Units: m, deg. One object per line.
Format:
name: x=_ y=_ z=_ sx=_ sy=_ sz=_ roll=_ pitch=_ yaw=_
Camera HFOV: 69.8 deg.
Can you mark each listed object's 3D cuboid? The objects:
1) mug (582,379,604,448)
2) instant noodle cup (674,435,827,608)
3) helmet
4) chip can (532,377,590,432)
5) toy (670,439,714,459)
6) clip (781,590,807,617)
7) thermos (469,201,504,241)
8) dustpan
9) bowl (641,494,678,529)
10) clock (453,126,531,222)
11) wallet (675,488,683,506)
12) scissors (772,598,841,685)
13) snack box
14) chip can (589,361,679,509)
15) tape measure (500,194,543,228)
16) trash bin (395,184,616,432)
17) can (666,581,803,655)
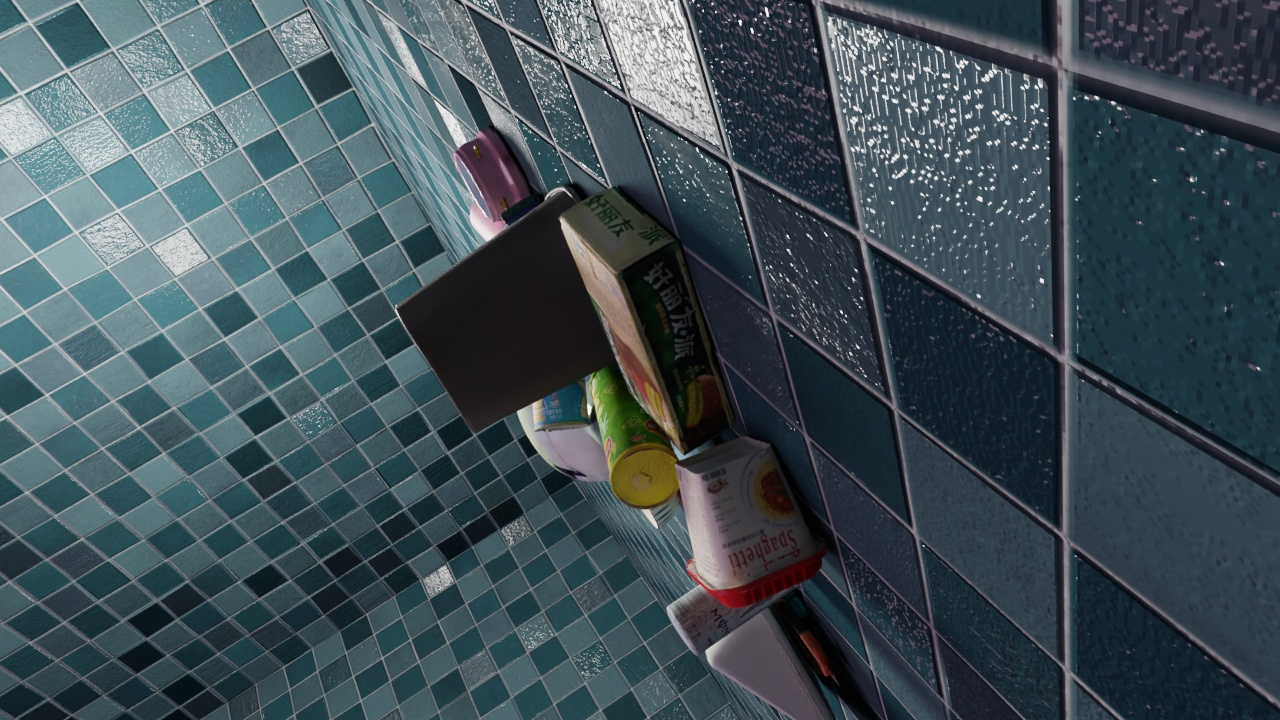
mug: x=-0.027 y=0.084 z=1.162 sx=0.106 sy=0.082 sz=0.112 roll=-148 pitch=47 yaw=-62
instant noodle cup: x=0.092 y=0.142 z=0.839 sx=0.117 sy=0.116 sz=0.124 roll=-168 pitch=59 yaw=-76
helmet: x=-0.101 y=0.071 z=1.317 sx=0.259 sy=0.146 sz=0.229 roll=54 pitch=174 yaw=-20
chip can: x=-0.106 y=-0.020 z=1.132 sx=0.071 sy=0.071 sz=0.210 roll=124 pitch=140 yaw=-79
toy: x=0.066 y=0.115 z=1.012 sx=0.161 sy=0.049 sz=0.156 roll=50 pitch=165 yaw=49
clip: x=0.178 y=0.282 z=1.083 sx=0.055 sy=0.013 sz=0.034 roll=50 pitch=168 yaw=46
thermos: x=-0.168 y=-0.168 z=1.272 sx=0.087 sy=0.067 sz=0.198 roll=26 pitch=-169 yaw=-39
dustpan: x=0.171 y=0.327 z=1.141 sx=0.257 sy=0.142 sz=0.222 roll=30 pitch=-176 yaw=-4
bowl: x=0.021 y=0.192 z=1.404 sx=0.116 sy=0.066 sz=0.116 roll=54 pitch=170 yaw=15
clock: x=-0.194 y=-0.235 z=1.190 sx=0.117 sy=0.059 sz=0.158 roll=61 pitch=171 yaw=-14
wallet: x=0.061 y=0.155 z=1.106 sx=0.124 sy=0.032 sz=0.101 roll=57 pitch=-169 yaw=-21
scissors: x=0.166 y=0.287 z=1.069 sx=0.213 sy=0.015 sz=0.197 roll=49 pitch=169 yaw=46
snack box: x=0.009 y=-0.030 z=0.831 sx=0.114 sy=0.063 sz=0.240 roll=48 pitch=166 yaw=45
chip can: x=-0.010 y=0.068 z=0.974 sx=0.221 sy=0.072 sz=0.072 roll=-110 pitch=-6 yaw=-64
tape measure: x=-0.142 y=-0.178 z=1.119 sx=0.025 sy=0.058 sz=0.054 roll=56 pitch=174 yaw=10
trash bin: x=-0.131 y=-0.051 z=0.994 sx=0.198 sy=0.219 sz=0.199 roll=61 pitch=171 yaw=-11
can: x=0.101 y=0.241 z=0.952 sx=0.058 sy=0.146 sz=0.058 roll=56 pitch=170 yaw=16
